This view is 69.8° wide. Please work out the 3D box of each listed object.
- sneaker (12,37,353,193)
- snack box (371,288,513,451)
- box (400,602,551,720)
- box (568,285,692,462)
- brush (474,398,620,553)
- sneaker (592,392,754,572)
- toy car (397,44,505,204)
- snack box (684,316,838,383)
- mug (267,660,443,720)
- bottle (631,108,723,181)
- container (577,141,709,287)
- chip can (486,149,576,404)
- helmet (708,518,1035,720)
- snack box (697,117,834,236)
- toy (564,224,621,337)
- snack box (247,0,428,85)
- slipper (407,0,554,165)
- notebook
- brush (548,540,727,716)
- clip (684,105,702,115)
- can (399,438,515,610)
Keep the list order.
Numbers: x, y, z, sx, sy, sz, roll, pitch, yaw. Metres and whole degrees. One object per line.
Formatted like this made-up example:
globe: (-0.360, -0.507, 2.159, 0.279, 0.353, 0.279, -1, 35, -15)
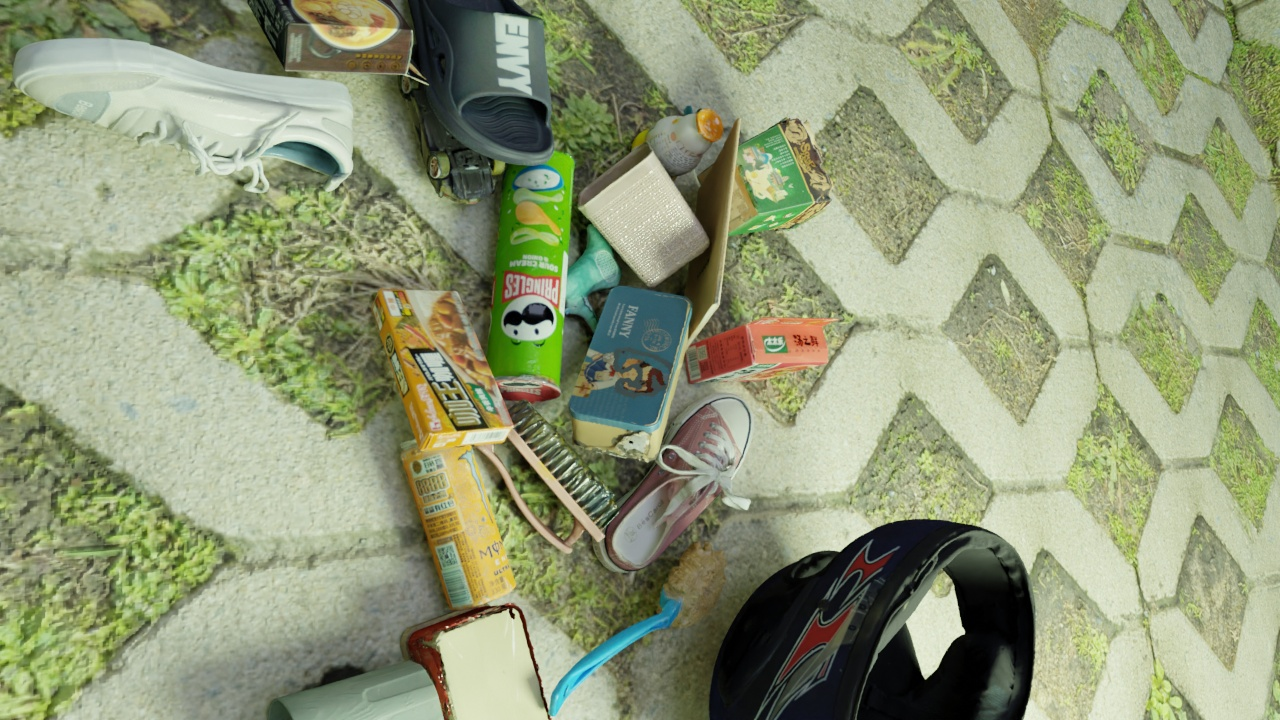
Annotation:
sneaker: (-0.333, -0.176, 0.698, 0.241, 0.090, 0.090, -3, 84, -44)
snack box: (-0.167, 0.004, 0.766, 0.075, 0.026, 0.153, -2, 52, -37)
box: (-0.122, 0.285, 0.730, 0.091, 0.080, 0.168, -12, 85, -39)
box: (-0.005, 0.005, 0.868, 0.090, 0.059, 0.183, 9, 51, 7)
brush: (-0.087, 0.103, 0.821, 0.073, 0.063, 0.145, -41, 104, -6)
sneaker: (0.052, 0.115, 0.901, 0.240, 0.088, 0.118, -44, 104, -35)
toy car: (-0.177, -0.219, 0.848, 0.070, 0.042, 0.158, -11, 79, -38)
snack box: (0.129, -0.009, 0.967, 0.113, 0.127, 0.044, -1, 78, -36)
mug: (-0.209, 0.291, 0.673, 0.103, 0.084, 0.124, -7, 109, -39)
bottle: (0.040, -0.229, 0.971, 0.063, 0.109, 0.063, 10, 73, -35)
container: (0.005, -0.143, 0.921, 0.111, 0.090, 0.090, 52, 10, -18)
chip can: (-0.101, -0.082, 0.851, 0.072, 0.072, 0.235, 15, 69, -33)
helmet: (0.198, 0.292, 0.858, 0.247, 0.241, 0.314, 39, 69, -21)
snack box: (0.135, -0.202, 1.044, 0.105, 0.118, 0.118, -22, 89, -27)
toy: (-0.053, -0.075, 0.912, 0.091, 0.030, 0.096, -40, 110, -32)
snack box: (-0.253, -0.286, 0.776, 0.125, 0.053, 0.113, -11, 50, -34)
slipper: (-0.145, -0.298, 0.830, 0.110, 0.084, 0.268, -7, 65, -33)
notebook: (0.070, -0.123, 0.947, 0.008, 0.148, 0.207, 12, 69, -8)
brush: (0.003, 0.237, 0.821, 0.253, 0.046, 0.083, -24, 132, -48)
clip: (0.064, -0.268, 1.060, 0.043, 0.014, 0.056, 5, 73, -36)
can: (-0.152, 0.130, 0.763, 0.058, 0.058, 0.146, -17, 88, -38)
